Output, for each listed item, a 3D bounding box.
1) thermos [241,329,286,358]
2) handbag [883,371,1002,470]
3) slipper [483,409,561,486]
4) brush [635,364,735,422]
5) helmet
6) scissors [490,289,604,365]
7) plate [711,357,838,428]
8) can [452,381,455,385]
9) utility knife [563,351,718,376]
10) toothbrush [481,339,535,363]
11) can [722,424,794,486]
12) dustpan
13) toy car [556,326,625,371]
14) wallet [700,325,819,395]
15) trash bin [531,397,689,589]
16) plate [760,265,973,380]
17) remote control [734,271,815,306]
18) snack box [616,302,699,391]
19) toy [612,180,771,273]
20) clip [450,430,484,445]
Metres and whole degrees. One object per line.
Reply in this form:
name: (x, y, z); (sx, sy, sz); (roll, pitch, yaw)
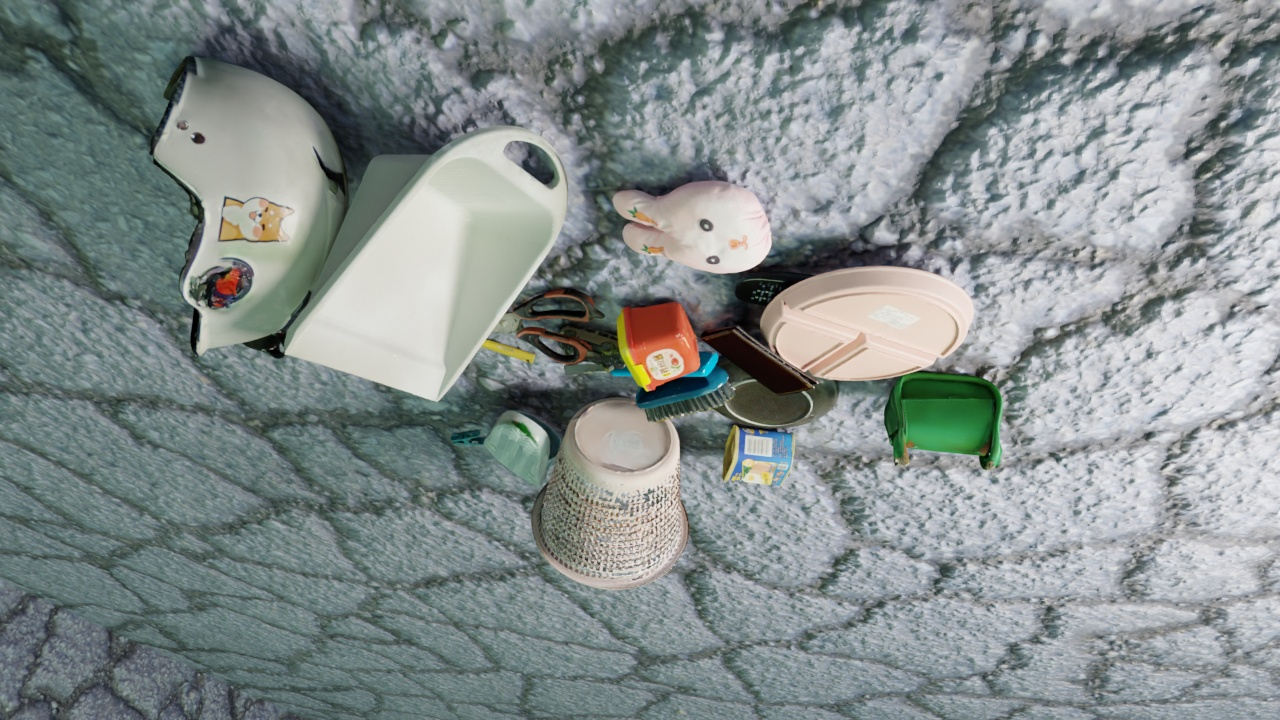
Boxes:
thermos: (-0.421, -0.084, 1.078); (0.090, 0.068, 0.243); (50, 141, 4)
handbag: (0.359, 0.076, 1.092); (0.131, 0.120, 0.068); (6, 140, 8)
slipper: (-0.162, 0.111, 1.294); (0.104, 0.074, 0.246); (34, 160, 3)
brush: (0.049, 0.033, 1.157); (0.144, 0.055, 0.073); (-15, 112, 42)
helmet: (-0.356, -0.142, 0.864); (0.156, 0.230, 0.274); (-6, 117, -20)
scissors: (-0.144, -0.036, 1.111); (0.204, 0.015, 0.203); (42, 125, -7)
plate: (0.163, 0.047, 1.179); (0.179, 0.024, 0.180); (6, 145, 4)
can: (-0.309, -0.005, 1.182); (0.147, 0.057, 0.058); (11, 146, -3)
utility knife: (-0.007, 0.007, 1.142); (0.217, 0.034, 0.018); (-2, 141, 29)
toothbrush: (-0.227, -0.027, 1.168); (0.190, 0.016, 0.016); (17, 145, -11)
can: (0.162, 0.134, 1.270); (0.083, 0.057, 0.102); (7, 153, -1)
dustpan: (-0.177, -0.095, 0.881); (0.143, 0.257, 0.222); (9, 171, 29)
toy car: (-0.059, -0.018, 1.126); (0.090, 0.035, 0.042); (16, 144, 10)
wallet: (0.137, 0.000, 1.070); (0.122, 0.020, 0.096); (34, 164, -14)
trash bin: (-0.033, 0.166, 1.253); (0.227, 0.226, 0.193); (9, 133, 0)
plate: (0.248, -0.032, 1.012); (0.229, 0.028, 0.230); (3, 152, 1)
remote control: (0.171, -0.076, 0.998); (0.136, 0.024, 0.053); (7, 147, -2)
snack box: (0.022, -0.021, 1.072); (0.080, 0.081, 0.091); (-16, 141, 11)
toy: (0.051, -0.134, 0.923); (0.160, 0.054, 0.121); (5, 146, 20)
clip: (-0.261, 0.119, 1.390); (0.055, 0.013, 0.038); (-5, 143, 20)
